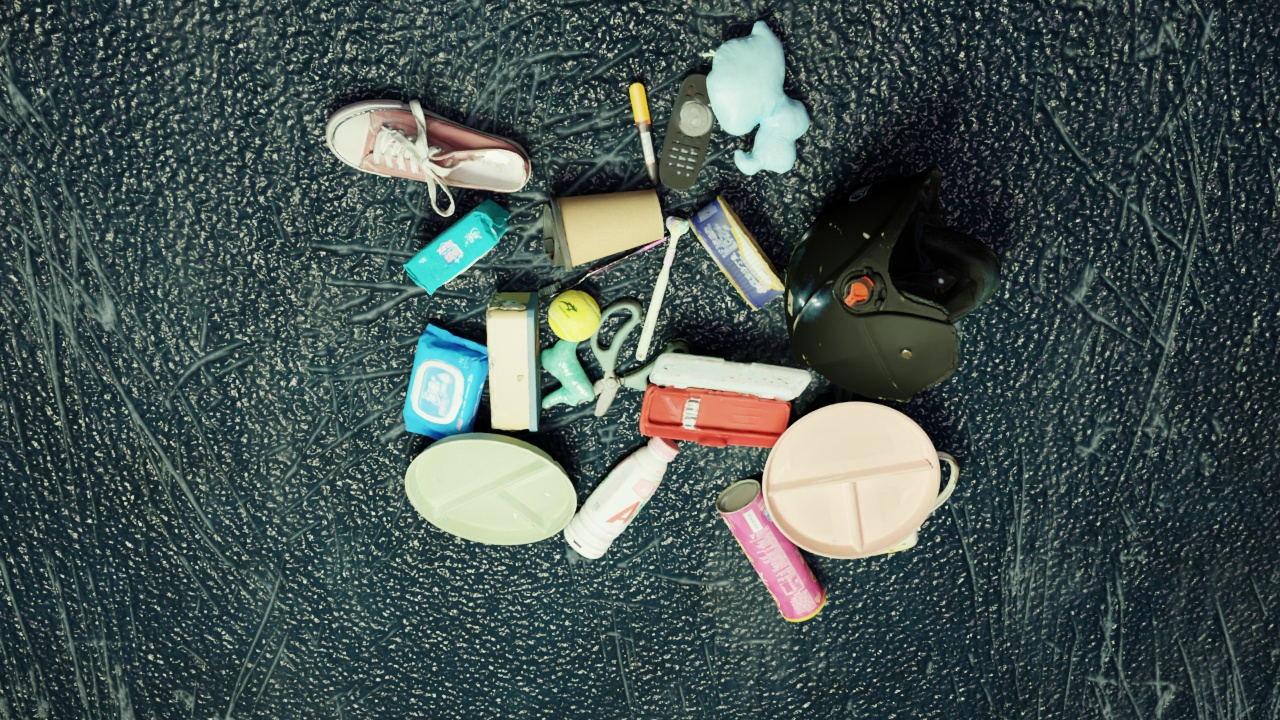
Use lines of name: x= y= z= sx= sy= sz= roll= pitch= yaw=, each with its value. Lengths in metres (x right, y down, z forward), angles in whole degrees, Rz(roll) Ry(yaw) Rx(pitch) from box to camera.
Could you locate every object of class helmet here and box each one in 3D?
helmet: x=0.279 y=-0.086 z=1.060 sx=0.231 sy=0.232 sz=0.275 roll=5 pitch=118 yaw=29

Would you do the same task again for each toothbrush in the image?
toothbrush: x=0.023 y=-0.087 z=1.153 sx=0.029 sy=0.020 sz=0.190 roll=19 pitch=109 yaw=10
toothbrush: x=-0.044 y=-0.121 z=1.156 sx=0.189 sy=0.014 sz=0.018 roll=-25 pitch=91 yaw=8

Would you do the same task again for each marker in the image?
marker: x=0.006 y=-0.269 z=1.094 sx=0.018 sy=0.015 sz=0.124 roll=-10 pitch=115 yaw=5

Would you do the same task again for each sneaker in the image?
sneaker: x=-0.247 y=-0.240 z=1.061 sx=0.241 sy=0.087 sz=0.118 roll=12 pitch=112 yaw=-7

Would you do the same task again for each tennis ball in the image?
tennis ball: x=-0.083 y=-0.056 z=1.153 sx=0.065 sy=0.065 sz=0.065 roll=0 pitch=113 yaw=-1

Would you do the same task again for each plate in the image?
plate: x=0.275 y=0.156 z=1.208 sx=0.229 sy=0.028 sz=0.230 roll=1 pitch=111 yaw=2
plate: x=-0.198 y=0.173 z=1.229 sx=0.230 sy=0.027 sz=0.231 roll=2 pitch=134 yaw=2

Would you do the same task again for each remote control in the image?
remote control: x=0.057 y=-0.270 z=1.088 sx=0.053 sy=0.024 sz=0.137 roll=13 pitch=110 yaw=-7

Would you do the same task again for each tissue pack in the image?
tissue pack: x=-0.215 y=-0.139 z=1.102 sx=0.134 sy=0.093 sz=0.050 roll=-34 pitch=105 yaw=13
tissue pack: x=-0.253 y=0.038 z=1.187 sx=0.095 sy=0.052 sz=0.157 roll=20 pitch=112 yaw=6

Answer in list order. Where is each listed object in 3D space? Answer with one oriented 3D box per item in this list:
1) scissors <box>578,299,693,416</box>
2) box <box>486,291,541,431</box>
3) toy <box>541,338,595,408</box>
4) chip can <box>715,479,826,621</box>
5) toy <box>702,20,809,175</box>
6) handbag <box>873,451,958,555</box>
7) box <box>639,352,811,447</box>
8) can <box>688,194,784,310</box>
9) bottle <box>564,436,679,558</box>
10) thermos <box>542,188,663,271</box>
scissors: x=-0.005 y=0.011 z=1.209 sx=0.172 sy=0.019 sz=0.177 roll=17 pitch=110 yaw=-9
box: x=-0.159 y=0.006 z=1.167 sx=0.063 sy=0.089 sz=0.184 roll=-1 pitch=115 yaw=-1
toy: x=-0.098 y=0.021 z=1.198 sx=0.097 sy=0.030 sz=0.092 roll=-29 pitch=95 yaw=16
chip can: x=0.185 y=0.268 z=1.293 sx=0.071 sy=0.071 sz=0.210 roll=-28 pitch=110 yaw=10
toy: x=0.133 y=-0.302 z=1.061 sx=0.156 sy=0.050 sz=0.161 roll=19 pitch=100 yaw=-24
handbag: x=0.344 y=0.180 z=1.259 sx=0.179 sy=0.063 sz=0.163 roll=-8 pitch=111 yaw=8
box: x=0.107 y=0.047 z=1.195 sx=0.201 sy=0.063 sz=0.161 roll=7 pitch=132 yaw=-9
can: x=0.120 y=-0.130 z=1.123 sx=0.049 sy=0.074 sz=0.148 roll=-35 pitch=110 yaw=15
bottle: x=-0.023 y=0.182 z=1.256 sx=0.068 sy=0.068 sz=0.197 roll=36 pitch=105 yaw=-15
thermos: x=-0.048 y=-0.162 z=1.102 sx=0.143 sy=0.093 sz=0.093 roll=-12 pitch=113 yaw=-6
